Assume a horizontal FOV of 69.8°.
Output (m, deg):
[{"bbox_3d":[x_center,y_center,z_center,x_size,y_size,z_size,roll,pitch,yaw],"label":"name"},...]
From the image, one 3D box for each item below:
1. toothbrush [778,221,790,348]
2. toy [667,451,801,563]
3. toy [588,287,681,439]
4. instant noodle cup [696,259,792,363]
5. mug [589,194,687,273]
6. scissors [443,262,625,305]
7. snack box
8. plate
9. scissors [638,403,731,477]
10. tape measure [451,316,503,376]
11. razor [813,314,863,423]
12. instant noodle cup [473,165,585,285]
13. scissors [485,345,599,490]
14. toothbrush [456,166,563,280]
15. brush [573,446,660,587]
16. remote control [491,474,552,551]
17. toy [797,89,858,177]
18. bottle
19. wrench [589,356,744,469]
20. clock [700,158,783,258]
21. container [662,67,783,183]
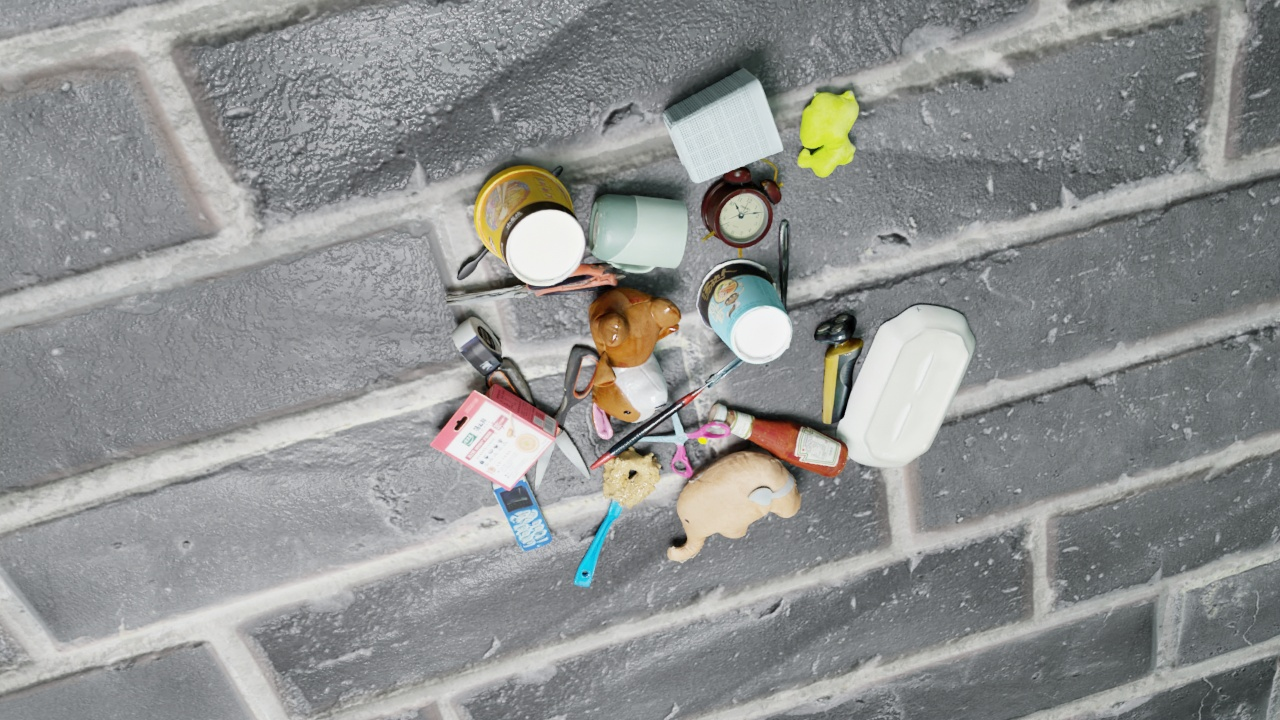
[{"bbox_3d":[0.191,-0.098,1.216,0.015,0.018,0.181,-7,116,-4],"label":"toothbrush"},{"bbox_3d":[0.117,0.210,1.319,0.226,0.082,0.143,-31,113,22],"label":"toy"},{"bbox_3d":[-0.007,0.007,1.175,0.139,0.130,0.200,-19,135,-29],"label":"toy"},{"bbox_3d":[0.138,-0.057,1.166,0.111,0.120,0.111,-4,117,-9],"label":"instant noodle cup"},{"bbox_3d":[-0.008,-0.149,1.121,0.106,0.082,0.112,3,145,-13],"label":"mug"},{"bbox_3d":[-0.133,-0.092,1.126,0.204,0.199,0.015,1,76,-37],"label":"scissors"},{"bbox_3d":[-0.192,0.096,1.210,0.127,0.044,0.113,34,117,-18],"label":"snack box"},{"bbox_3d":[0.386,0.048,1.316,0.162,0.034,0.266,11,114,-16],"label":"plate"},{"bbox_3d":[0.061,0.112,1.281,0.133,0.017,0.135,-3,125,11],"label":"scissors"},{"bbox_3d":[-0.204,-0.021,1.150,0.033,0.065,0.066,-36,119,10],"label":"tape measure"},{"bbox_3d":[0.270,0.016,1.273,0.068,0.062,0.168,10,124,18],"label":"razor"},{"bbox_3d":[-0.123,-0.151,1.062,0.118,0.114,0.119,-11,123,-17],"label":"instant noodle cup"},{"bbox_3d":[-0.117,0.073,1.239,0.221,0.021,0.228,38,104,-24],"label":"scissors"},{"bbox_3d":[-0.160,-0.167,1.117,0.189,0.016,0.014,-45,125,9],"label":"toothbrush"},{"bbox_3d":[-0.044,0.230,1.327,0.083,0.045,0.255,16,117,-16],"label":"brush"},{"bbox_3d":[-0.167,0.214,1.299,0.049,0.024,0.125,-19,120,-1],"label":"remote control"},{"bbox_3d":[0.228,-0.279,1.123,0.097,0.031,0.100,-32,118,8],"label":"toy"},{"bbox_3d":[0.193,0.110,1.298,0.206,0.059,0.060,20,111,-13],"label":"bottle"},{"bbox_3d":[0.042,0.064,1.220,0.273,0.056,0.016,-37,87,5],"label":"wrench"},{"bbox_3d":[0.126,-0.193,1.133,0.082,0.055,0.122,21,109,-20],"label":"clock"},{"bbox_3d":[0.093,-0.270,1.070,0.111,0.089,0.090,-24,118,4],"label":"container"}]
